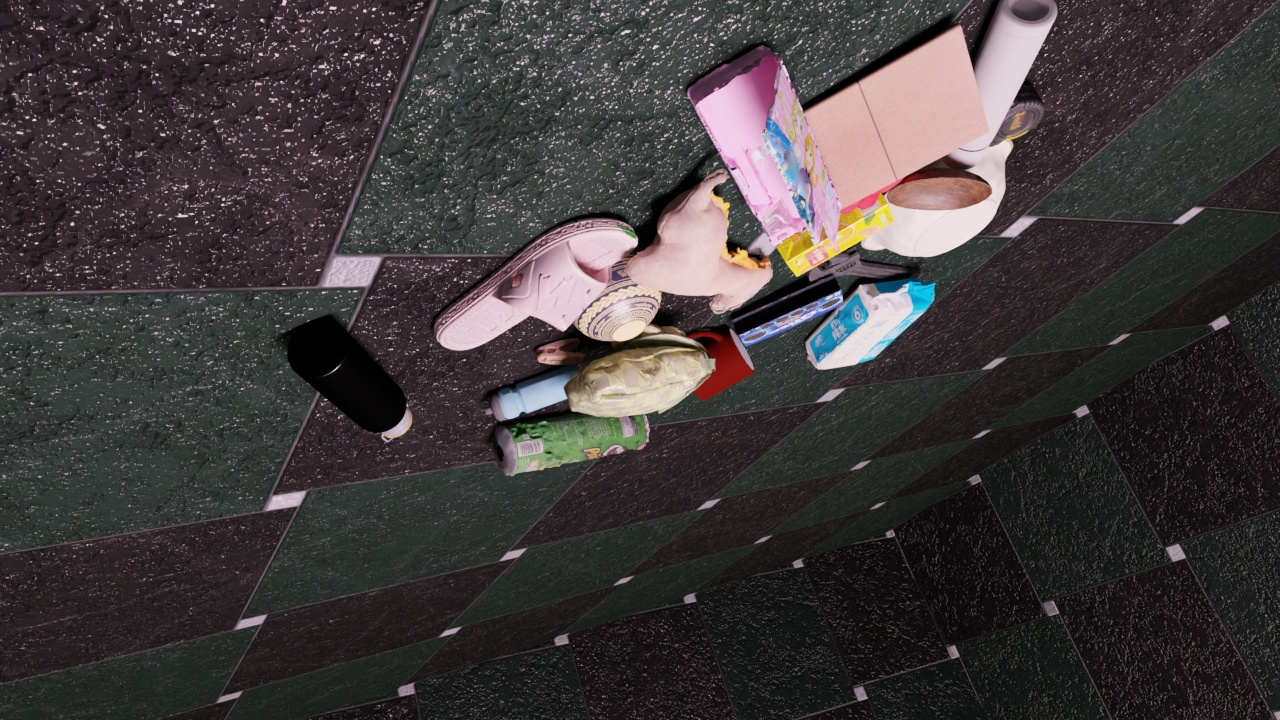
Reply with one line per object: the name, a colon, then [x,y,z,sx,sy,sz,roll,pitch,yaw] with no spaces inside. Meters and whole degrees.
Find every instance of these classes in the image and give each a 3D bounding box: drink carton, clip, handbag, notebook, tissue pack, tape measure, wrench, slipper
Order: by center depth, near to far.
notebook: [0.235,-0.228,0.919,0.209,0.008,0.141,-27,138,14]
slipper: [-0.107,-0.064,0.943,0.240,0.064,0.094,-30,156,16]
tape measure: [0.413,-0.277,1.019,0.062,0.038,0.067,-13,151,-5]
drink carton: [0.231,-0.155,1.096,0.135,0.043,0.058,-29,157,13]
clip: [-0.100,-0.016,1.118,0.061,0.043,0.025,3,146,-25]
handbag: [-0.007,0.007,1.126,0.186,0.117,0.113,-6,163,-36]
wrench: [0.320,-0.125,1.278,0.272,0.018,0.073,0,151,-46]
tissue pack: [0.341,-0.057,1.372,0.116,0.066,0.210,-10,157,-26]

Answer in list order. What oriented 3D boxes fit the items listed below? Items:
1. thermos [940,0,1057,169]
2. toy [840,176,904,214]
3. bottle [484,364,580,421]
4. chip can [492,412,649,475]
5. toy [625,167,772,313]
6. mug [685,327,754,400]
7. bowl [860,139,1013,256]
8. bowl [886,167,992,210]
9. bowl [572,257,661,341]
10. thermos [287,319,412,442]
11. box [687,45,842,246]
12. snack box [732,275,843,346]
thermos: [0.358,-0.278,0.942,0.052,0.052,0.224,-21,157,-8]
toy: [0.253,-0.210,0.994,0.091,0.045,0.135,-15,150,-16]
bottle: [-0.136,0.043,1.171,0.130,0.040,0.040,-20,156,-10]
chip can: [-0.099,0.112,1.311,0.222,0.075,0.076,-8,152,-32]
toy: [0.094,-0.121,1.018,0.263,0.065,0.197,0,143,-51]
mug: [0.097,-0.006,1.267,0.083,0.073,0.106,-30,127,13]
bowl: [0.382,-0.186,1.153,0.188,0.060,0.220,3,144,-47]
bowl: [0.338,-0.199,1.040,0.114,0.026,0.102,3,170,-5]
bowl: [-0.024,-0.058,1.035,0.112,0.061,0.112,-20,157,-9]
thermos: [-0.293,0.033,0.972,0.061,0.061,0.231,-23,157,-4]
box: [0.132,-0.171,0.851,0.085,0.096,0.230,-27,145,12]
snack box: [0.203,-0.066,1.255,0.150,0.027,0.082,-24,164,11]
